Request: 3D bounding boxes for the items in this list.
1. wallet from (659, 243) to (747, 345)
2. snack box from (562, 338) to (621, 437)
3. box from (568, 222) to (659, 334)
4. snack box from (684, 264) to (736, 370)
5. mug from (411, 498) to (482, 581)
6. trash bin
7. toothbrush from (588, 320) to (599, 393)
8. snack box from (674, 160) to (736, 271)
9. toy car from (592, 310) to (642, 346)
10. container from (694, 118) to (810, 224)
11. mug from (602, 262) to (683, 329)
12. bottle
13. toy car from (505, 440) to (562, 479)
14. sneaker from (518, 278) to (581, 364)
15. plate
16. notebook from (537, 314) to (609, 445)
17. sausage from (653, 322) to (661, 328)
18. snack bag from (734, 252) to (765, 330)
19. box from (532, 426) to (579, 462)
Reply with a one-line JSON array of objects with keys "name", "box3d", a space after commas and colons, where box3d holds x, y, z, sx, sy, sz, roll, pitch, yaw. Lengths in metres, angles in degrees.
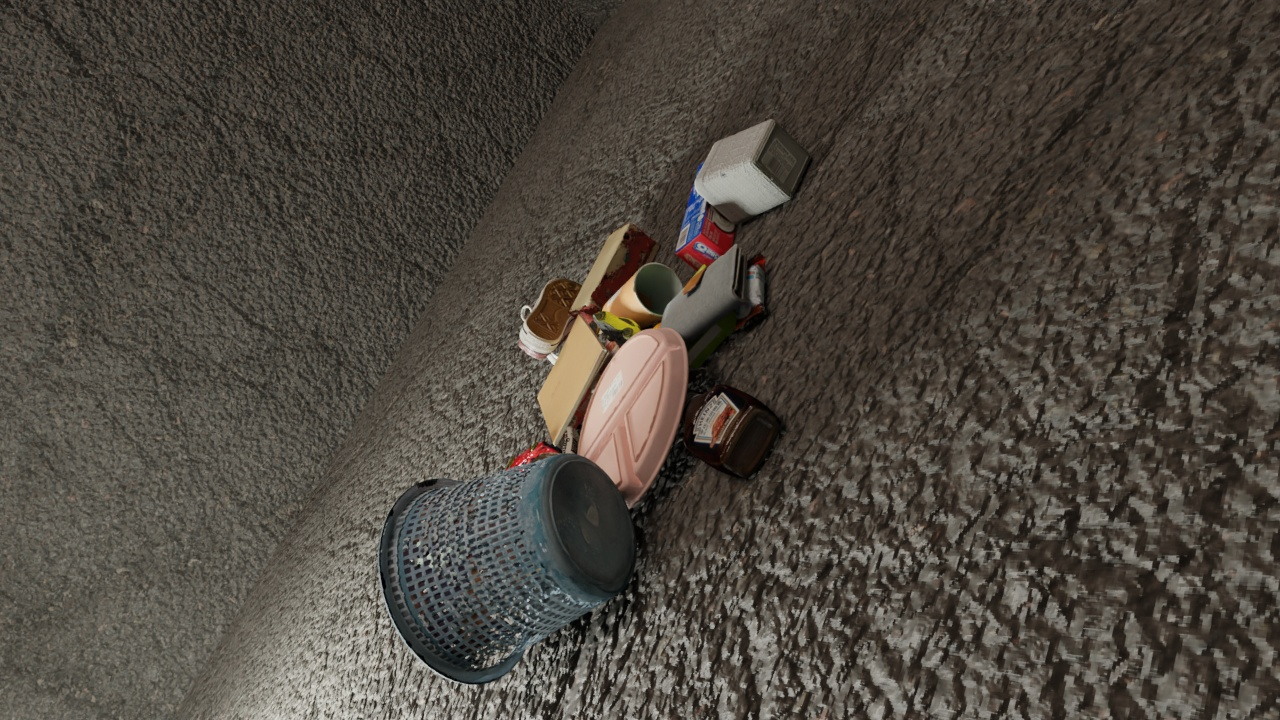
[{"name": "wallet", "box3d": [0.070, -0.072, 1.082, 0.130, 0.037, 0.106, -38, 27, 35]}, {"name": "snack box", "box3d": [-0.073, 0.036, 1.321, 0.153, 0.025, 0.075, -51, 20, 11]}, {"name": "box", "box3d": [-0.048, -0.135, 1.457, 0.091, 0.078, 0.168, -18, 42, 59]}, {"name": "snack box", "box3d": [0.075, -0.057, 1.140, 0.086, 0.026, 0.156, -49, 21, 14]}, {"name": "mug", "box3d": [-0.264, 0.259, 1.335, 0.106, 0.082, 0.111, -52, -11, 9]}, {"name": "trash bin", "box3d": [-0.120, 0.199, 0.950, 0.196, 0.226, 0.226, -27, 32, 28]}, {"name": "toothbrush", "box3d": [-0.067, -0.009, 1.312, 0.016, 0.018, 0.191, -47, 22, 23]}, {"name": "snack box", "box3d": [0.101, -0.213, 1.279, 0.057, 0.058, 0.206, -36, 28, 41]}, {"name": "toy car", "box3d": [-0.023, -0.040, 1.256, 0.032, 0.048, 0.105, -46, 48, -16]}, {"name": "container", "box3d": [0.148, -0.246, 1.188, 0.114, 0.090, 0.090, -12, 47, 57]}, {"name": "mug", "box3d": [-0.003, -0.079, 1.282, 0.123, 0.078, 0.078, -30, 32, 57]}, {"name": "bottle", "box3d": [0.074, 0.062, 0.937, 0.080, 0.044, 0.195, -59, 20, -2]}, {"name": "toy car", "box3d": [-0.147, 0.146, 1.280, 0.107, 0.049, 0.031, -37, 28, 40]}, {"name": "sneaker", "box3d": [-0.144, -0.058, 1.501, 0.088, 0.118, 0.240, -58, 1, 31]}, {"name": "plate", "box3d": [-0.017, 0.066, 1.051, 0.230, 0.028, 0.229, -50, 29, 40]}, {"name": "notebook", "box3d": [-0.102, 0.023, 1.326, 0.149, 0.012, 0.211, -62, 18, 8]}, {"name": "sausage", "box3d": [-0.007, 0.007, 1.199, 0.166, 0.021, 0.021, -53, 18, 33]}, {"name": "snack bag", "box3d": [0.128, -0.079, 1.059, 0.045, 0.026, 0.105, -35, 30, 35]}, {"name": "box", "box3d": [-0.104, 0.151, 1.139, 0.162, 0.076, 0.087, -84, 6, -56]}]
